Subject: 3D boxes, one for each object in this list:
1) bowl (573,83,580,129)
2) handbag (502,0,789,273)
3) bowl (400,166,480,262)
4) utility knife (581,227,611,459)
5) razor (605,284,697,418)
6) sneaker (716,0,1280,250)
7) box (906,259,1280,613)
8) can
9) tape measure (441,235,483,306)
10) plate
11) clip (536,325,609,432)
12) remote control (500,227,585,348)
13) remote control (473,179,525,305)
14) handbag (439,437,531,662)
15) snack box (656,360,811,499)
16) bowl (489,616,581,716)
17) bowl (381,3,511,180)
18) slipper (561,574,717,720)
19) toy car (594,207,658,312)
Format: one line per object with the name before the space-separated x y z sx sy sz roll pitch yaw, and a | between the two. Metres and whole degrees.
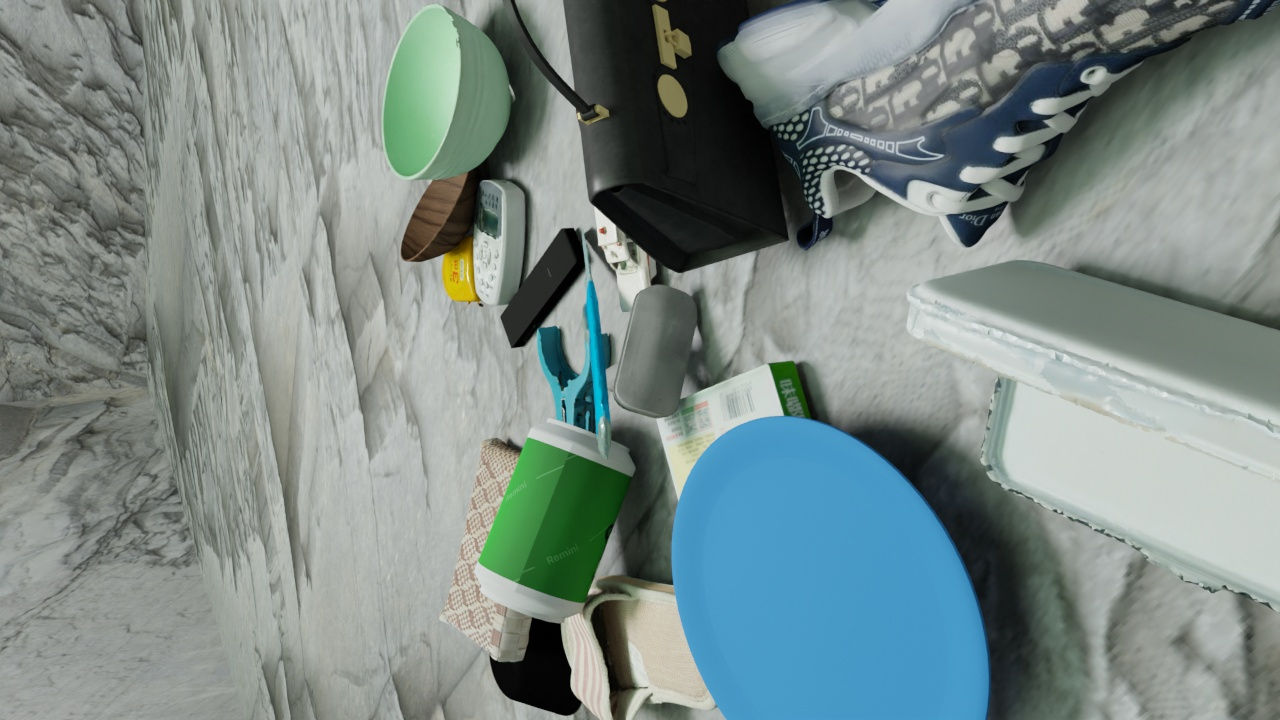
bowl | -0.014 -0.202 0.652 0.102 0.026 0.114 9 103 59
handbag | -0.009 -0.154 0.465 0.072 0.195 0.175 -14 77 29
bowl | -0.183 -0.140 0.875 0.120 0.032 0.119 -37 37 34
utility knife | -0.035 -0.024 0.669 0.031 0.015 0.220 99 168 -47
razor | -0.004 0.004 0.666 0.116 0.047 0.088 147 138 -68
sneaker | 0.151 -0.116 0.402 0.270 0.103 0.132 0 112 55
box | 0.200 0.038 0.339 0.211 0.105 0.129 24 120 51
can | -0.065 0.122 0.705 0.088 0.087 0.139 10 77 54
tape measure | -0.169 -0.086 0.894 0.059 0.030 0.068 2 93 54
plate | 0.100 0.141 0.522 0.225 0.024 0.224 14 108 49
clip | -0.049 0.016 0.756 0.120 0.033 0.122 -40 64 46
remote control | -0.086 -0.060 0.798 0.150 0.013 0.034 -45 61 50
remote control | -0.130 -0.106 0.836 0.060 0.028 0.114 33 123 46
handbag | -0.127 0.172 0.855 0.124 0.047 0.185 10 87 55
snack box | 0.073 0.096 0.596 0.132 0.027 0.168 -27 76 55
bowl | -0.109 0.284 0.871 0.124 0.052 0.124 16 110 52
bowl | -0.163 -0.227 0.806 0.151 0.076 0.151 -7 82 50
slipper | -0.012 0.226 0.708 0.264 0.052 0.115 -29 73 60
toy car | -0.013 -0.091 0.665 0.039 0.039 0.113 0 97 54
